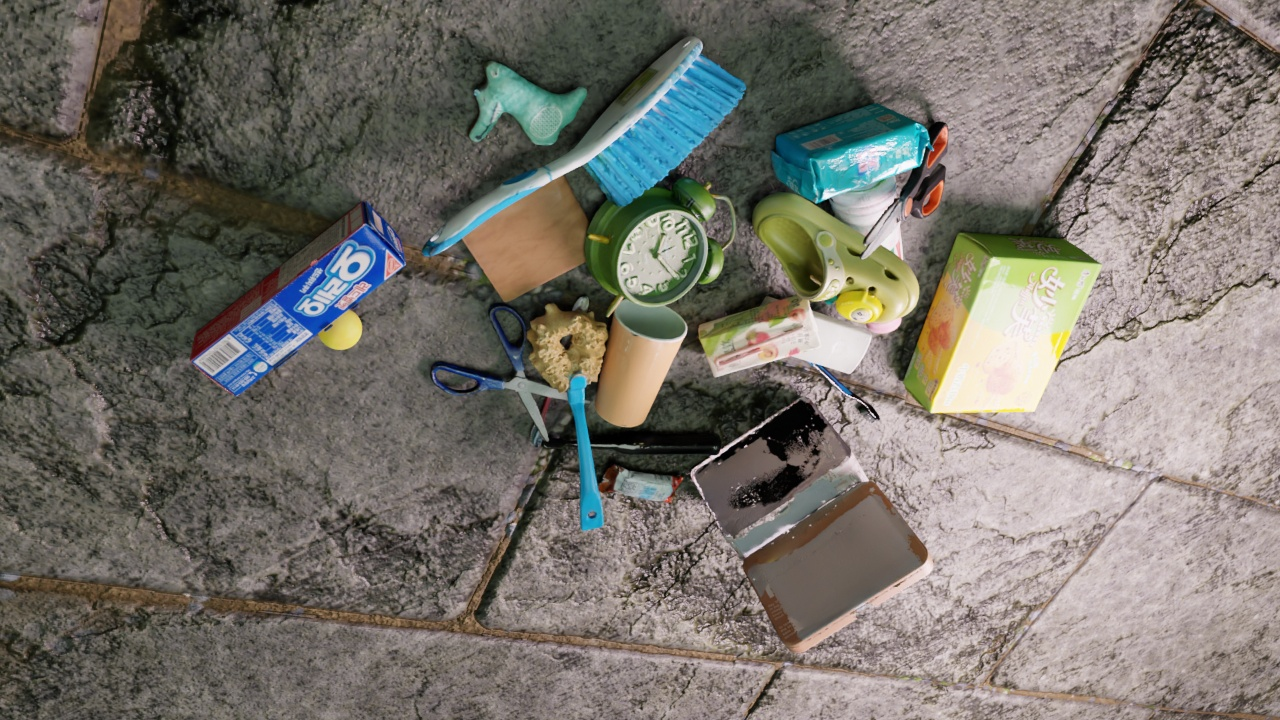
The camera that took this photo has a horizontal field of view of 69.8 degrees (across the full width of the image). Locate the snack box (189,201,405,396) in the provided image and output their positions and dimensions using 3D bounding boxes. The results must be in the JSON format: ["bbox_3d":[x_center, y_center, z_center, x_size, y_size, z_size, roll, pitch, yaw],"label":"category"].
[{"bbox_3d":[-0.308,-0.056,0.831,0.207,0.058,0.057,-37,125,7],"label":"snack box"}]

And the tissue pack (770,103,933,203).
[{"bbox_3d":[0.203,-0.203,0.889,0.133,0.093,0.050,-20,121,-5],"label":"tissue pack"}]

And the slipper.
[{"bbox_3d":[0.186,-0.089,0.927,0.190,0.092,0.081,35,63,-4],"label":"slipper"}]

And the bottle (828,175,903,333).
[{"bbox_3d":[0.247,-0.113,0.981,0.068,0.068,0.197,-24,130,-3],"label":"bottle"}]

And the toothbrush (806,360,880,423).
[{"bbox_3d":[0.231,0.027,1.096,0.016,0.014,0.189,-31,129,32],"label":"toothbrush"}]

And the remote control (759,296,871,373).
[{"bbox_3d":[0.189,-0.027,1.027,0.135,0.019,0.056,16,118,-14],"label":"remote control"}]

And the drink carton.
[{"bbox_3d":[0.128,-0.026,0.984,0.123,0.045,0.053,-16,117,12],"label":"drink carton"}]

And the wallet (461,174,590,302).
[{"bbox_3d":[-0.105,-0.119,0.884,0.115,0.020,0.101,-27,127,3],"label":"wallet"}]

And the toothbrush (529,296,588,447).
[{"bbox_3d":[-0.087,0.015,0.976,0.016,0.017,0.188,10,118,-24],"label":"toothbrush"}]

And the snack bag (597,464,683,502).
[{"bbox_3d":[0.003,0.148,1.087,0.105,0.026,0.045,12,126,-24],"label":"snack bag"}]

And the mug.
[{"bbox_3d":[-0.006,0.006,0.968,0.078,0.078,0.123,4,125,-21],"label":"mug"}]

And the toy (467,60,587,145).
[{"bbox_3d":[-0.108,-0.223,0.812,0.092,0.030,0.097,29,116,-26],"label":"toy"}]

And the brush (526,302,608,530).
[{"bbox_3d":[-0.064,0.062,0.952,0.083,0.046,0.255,-11,108,-15],"label":"brush"}]

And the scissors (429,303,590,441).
[{"bbox_3d":[-0.136,0.017,0.955,0.174,0.012,0.162,-2,116,-10],"label":"scissors"}]

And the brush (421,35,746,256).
[{"bbox_3d":[-0.050,-0.174,0.827,0.314,0.060,0.109,-44,125,3],"label":"brush"}]

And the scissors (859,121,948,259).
[{"bbox_3d":[0.257,-0.170,0.892,0.234,0.022,0.148,-17,118,-56],"label":"scissors"}]

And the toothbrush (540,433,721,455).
[{"bbox_3d":[-0.009,0.096,1.052,0.212,0.027,0.026,2,76,-18],"label":"toothbrush"}]

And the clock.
[{"bbox_3d":[0.024,-0.115,0.899,0.161,0.056,0.116,-25,128,-16],"label":"clock"}]

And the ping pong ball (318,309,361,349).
[{"bbox_3d":[-0.284,-0.030,0.866,0.040,0.040,0.040,-9,124,-14],"label":"ping pong ball"}]

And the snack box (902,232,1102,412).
[{"bbox_3d":[0.421,-0.040,1.082,0.157,0.070,0.210,1,121,-19],"label":"snack box"}]

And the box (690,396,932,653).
[{"bbox_3d":[0.184,0.178,1.025,0.177,0.259,0.082,-34,128,4],"label":"box"}]
